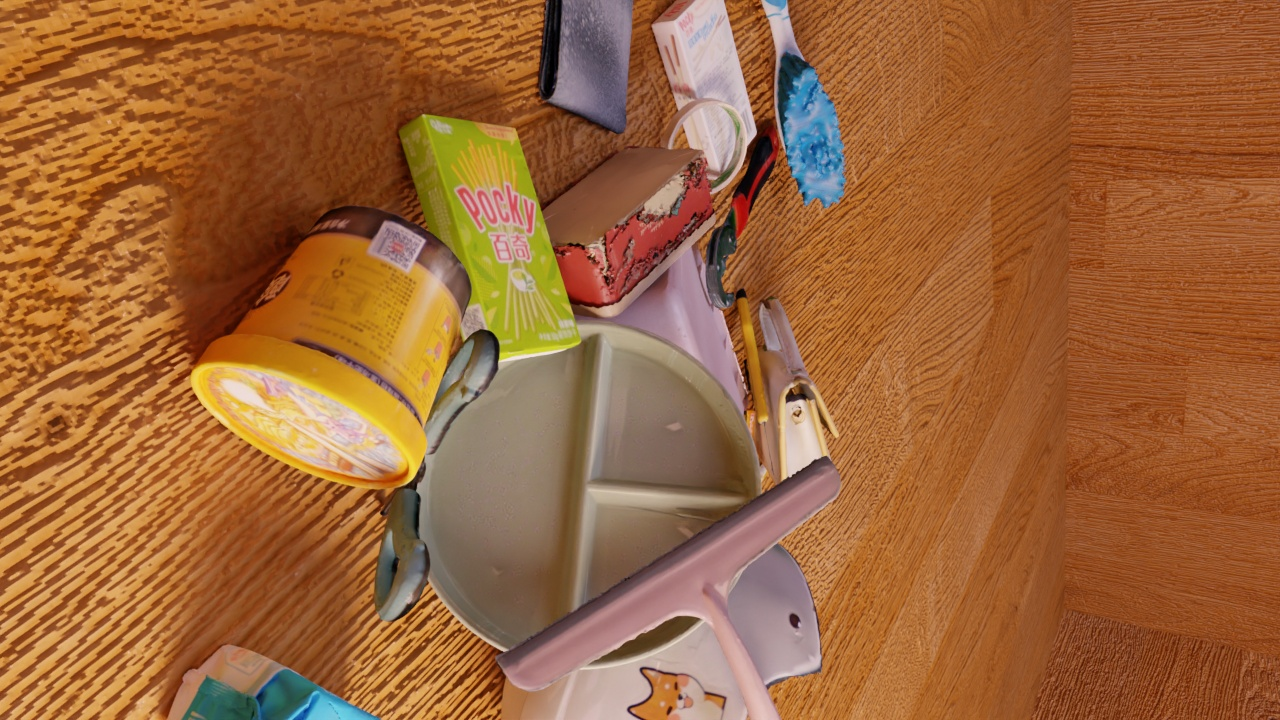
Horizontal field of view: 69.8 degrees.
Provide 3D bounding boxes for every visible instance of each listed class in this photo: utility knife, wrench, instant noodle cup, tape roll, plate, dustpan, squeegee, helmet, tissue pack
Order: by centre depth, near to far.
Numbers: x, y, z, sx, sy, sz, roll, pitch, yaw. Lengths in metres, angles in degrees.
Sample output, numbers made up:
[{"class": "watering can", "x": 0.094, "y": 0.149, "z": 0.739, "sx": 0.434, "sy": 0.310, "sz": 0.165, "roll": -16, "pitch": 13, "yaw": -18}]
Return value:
[{"class": "instant noodle cup", "x": -0.153, "y": -0.010, "z": 0.487, "sx": 0.118, "sy": 0.119, "sz": 0.114, "roll": 55, "pitch": 45, "yaw": -45}, {"class": "tissue pack", "x": -0.181, "y": 0.214, "z": 0.500, "sx": 0.063, "sy": 0.090, "sz": 0.140, "roll": -63, "pitch": 141, "yaw": -27}, {"class": "squeegee", "x": 0.074, "y": 0.223, "z": 0.556, "sx": 0.247, "sy": 0.040, "sz": 0.249, "roll": -27, "pitch": 103, "yaw": -26}, {"class": "plate", "x": -0.036, "y": 0.082, "z": 0.601, "sx": 0.027, "sy": 0.230, "sz": 0.229, "roll": 94, "pitch": 17, "yaw": -67}, {"class": "helmet", "x": -0.012, "y": 0.217, "z": 0.666, "sx": 0.157, "sy": 0.230, "sz": 0.274, "roll": 40, "pitch": 86, "yaw": -13}, {"class": "dustpan", "x": -0.005, "y": 0.004, "z": 0.772, "sx": 0.272, "sy": 0.139, "sz": 0.222, "roll": -73, "pitch": 145, "yaw": -68}, {"class": "tape roll", "x": 0.057, "y": -0.190, "z": 0.818, "sx": 0.085, "sy": 0.014, "sz": 0.086, "roll": -15, "pitch": 122, "yaw": -26}, {"class": "wrench", "x": 0.102, "y": -0.151, "z": 0.886, "sx": 0.056, "sy": 0.016, "sz": 0.272, "roll": 63, "pitch": 35, "yaw": -36}, {"class": "utility knife", "x": 0.112, "y": 0.019, "z": 0.898, "sx": 0.033, "sy": 0.015, "sz": 0.208, "roll": 66, "pitch": 15, "yaw": -59}]

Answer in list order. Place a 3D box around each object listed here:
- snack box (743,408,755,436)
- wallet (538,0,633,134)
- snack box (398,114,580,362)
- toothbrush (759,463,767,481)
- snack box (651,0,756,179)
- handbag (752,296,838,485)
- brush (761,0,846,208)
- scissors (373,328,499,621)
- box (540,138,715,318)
[{"class": "snack box", "x": 0.082, "y": 0.123, "z": 0.935, "sx": 0.075, "sy": 0.026, "sz": 0.153, "roll": 7, "pitch": 90, "yaw": -57}, {"class": "wallet", "x": -0.038, "y": -0.244, "z": 0.700, "sx": 0.097, "sy": 0.019, "sz": 0.121, "roll": 4, "pitch": 91, "yaw": -58}, {"class": "snack box", "x": -0.094, "y": -0.077, "z": 0.586, "sx": 0.085, "sy": 0.026, "sz": 0.156, "roll": -10, "pitch": 81, "yaw": -56}, {"class": "toothbrush", "x": 0.159, "y": 0.112, "z": 1.054, "sx": 0.190, "sy": 0.018, "sz": 0.016, "roll": -34, "pitch": 121, "yaw": -49}, {"class": "snack box", "x": 0.062, "y": -0.253, "z": 0.837, "sx": 0.084, "sy": 0.027, "sz": 0.157, "roll": -54, "pitch": 137, "yaw": -35}, {"class": "handbag", "x": 0.149, "y": 0.028, "z": 0.919, "sx": 0.163, "sy": 0.063, "sz": 0.179, "roll": -106, "pitch": -171, "yaw": -76}, {"class": "brush", "x": 0.149, "y": -0.308, "z": 0.924, "sx": 0.109, "sy": 0.060, "sz": 0.315, "roll": -101, "pitch": 172, "yaw": -50}, {"class": "scissors", "x": -0.115, "y": 0.051, "z": 0.512, "sx": 0.019, "sy": 0.170, "sz": 0.181, "roll": 21, "pitch": 105, "yaw": -20}, {"class": "box", "x": -0.016, "y": -0.108, "z": 0.687, "sx": 0.167, "sy": 0.091, "sz": 0.076, "roll": -47, "pitch": 136, "yaw": -42}]
